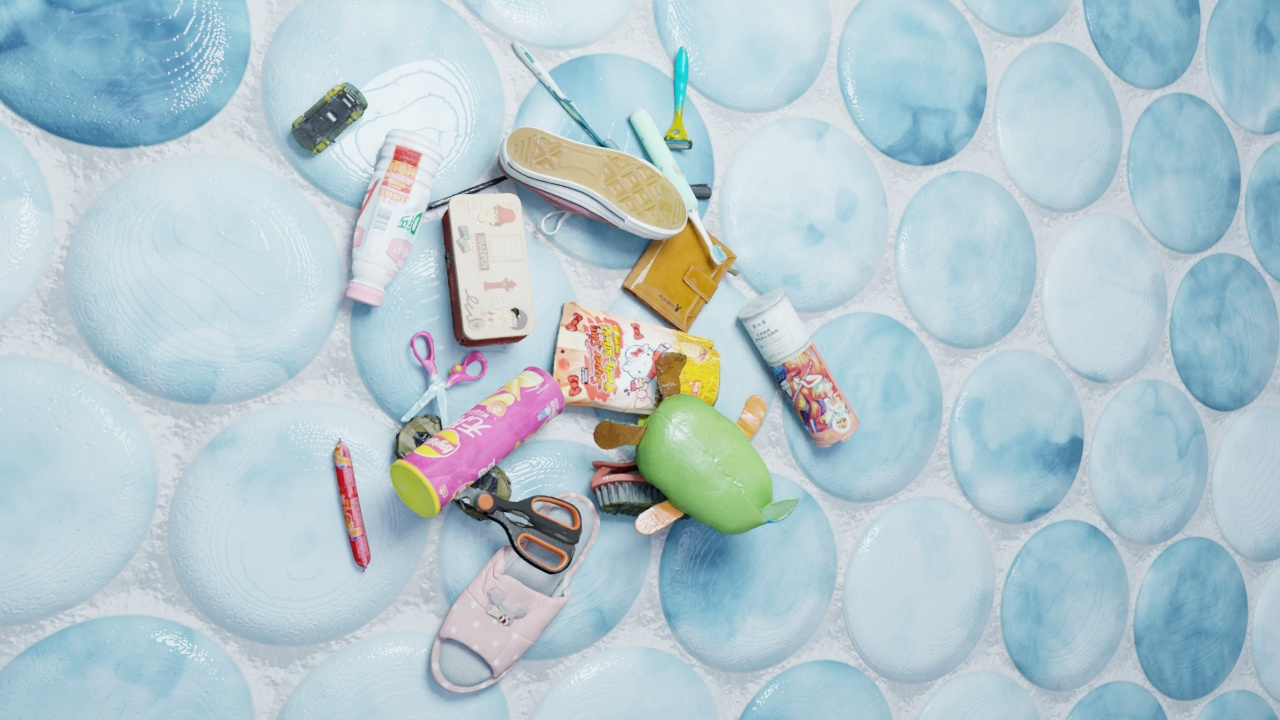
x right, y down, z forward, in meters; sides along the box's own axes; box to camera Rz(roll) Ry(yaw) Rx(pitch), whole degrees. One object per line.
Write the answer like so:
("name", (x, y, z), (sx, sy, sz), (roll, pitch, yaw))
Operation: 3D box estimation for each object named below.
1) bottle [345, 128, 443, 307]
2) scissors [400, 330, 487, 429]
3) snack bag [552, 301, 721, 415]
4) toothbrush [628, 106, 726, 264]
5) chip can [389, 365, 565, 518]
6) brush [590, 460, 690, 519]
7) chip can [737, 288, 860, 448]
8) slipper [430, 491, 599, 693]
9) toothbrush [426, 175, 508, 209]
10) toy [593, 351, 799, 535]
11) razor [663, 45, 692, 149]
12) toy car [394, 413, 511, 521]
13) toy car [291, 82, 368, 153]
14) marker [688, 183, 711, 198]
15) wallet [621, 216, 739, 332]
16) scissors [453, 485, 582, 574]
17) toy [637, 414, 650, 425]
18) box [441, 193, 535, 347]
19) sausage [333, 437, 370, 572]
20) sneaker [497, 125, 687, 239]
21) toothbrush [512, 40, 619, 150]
("bottle", (-0.282, -0.158, 1.035), (0.068, 0.068, 0.197), (18, 86, -21))
("scissors", (-0.236, 0.021, 1.059), (0.125, 0.017, 0.133), (47, 54, -8))
("snack bag", (-0.007, 0.007, 1.144), (0.207, 0.073, 0.128), (12, 77, -15))
("toothbrush", (0.048, -0.221, 1.168), (0.026, 0.027, 0.224), (-28, 89, -46))
("chip can", (-0.178, 0.086, 1.032), (0.209, 0.072, 0.071), (-39, 104, -39))
("brush", (0.006, 0.158, 1.153), (0.145, 0.063, 0.069), (7, 56, -21))
("chip can", (0.214, 0.012, 1.230), (0.071, 0.071, 0.215), (-37, 103, -19))
("slipper", (-0.142, 0.275, 1.090), (0.114, 0.054, 0.274), (44, 73, -16))
("toothbrush", (-0.175, -0.212, 1.104), (0.180, 0.016, 0.018), (-24, 107, -21))
("toy", (0.070, 0.118, 1.105), (0.246, 0.090, 0.226), (46, 80, -8))
("razor", (0.051, -0.340, 1.190), (0.043, 0.028, 0.132), (3, 90, 9))
("toy car", (-0.216, 0.126, 1.071), (0.158, 0.042, 0.070), (42, 75, -19))
("toy car", (-0.347, -0.269, 1.024), (0.043, 0.036, 0.091), (47, 72, -16))
("marker", (0.032, -0.221, 1.188), (0.130, 0.018, 0.022), (-1, 69, -22))
("wallet", (0.056, -0.112, 1.190), (0.119, 0.035, 0.130), (36, 76, -11))
("scissors", (-0.166, 0.158, 1.064), (0.235, 0.022, 0.136), (46, 54, -6))
("toy", (0.046, 0.091, 1.180), (0.100, 0.031, 0.096), (43, 61, -7))
("box", (-0.179, -0.103, 1.075), (0.091, 0.079, 0.168), (-6, 85, -21))
("sausage", (-0.327, 0.163, 1.036), (0.020, 0.020, 0.156), (-12, 93, -22))
("sneaker", (-0.062, -0.204, 1.112), (0.241, 0.088, 0.118), (18, 69, -17))
("toothbrush", (-0.090, -0.323, 1.141), (0.191, 0.016, 0.018), (47, 63, -15))
